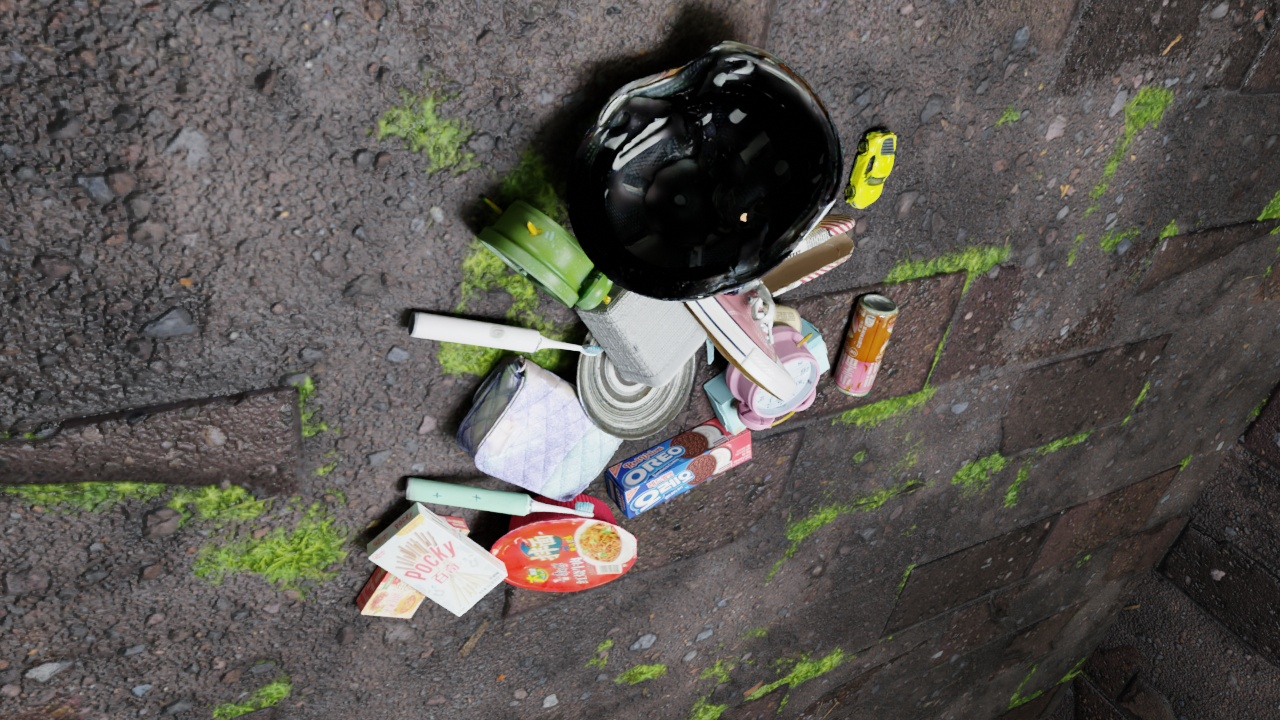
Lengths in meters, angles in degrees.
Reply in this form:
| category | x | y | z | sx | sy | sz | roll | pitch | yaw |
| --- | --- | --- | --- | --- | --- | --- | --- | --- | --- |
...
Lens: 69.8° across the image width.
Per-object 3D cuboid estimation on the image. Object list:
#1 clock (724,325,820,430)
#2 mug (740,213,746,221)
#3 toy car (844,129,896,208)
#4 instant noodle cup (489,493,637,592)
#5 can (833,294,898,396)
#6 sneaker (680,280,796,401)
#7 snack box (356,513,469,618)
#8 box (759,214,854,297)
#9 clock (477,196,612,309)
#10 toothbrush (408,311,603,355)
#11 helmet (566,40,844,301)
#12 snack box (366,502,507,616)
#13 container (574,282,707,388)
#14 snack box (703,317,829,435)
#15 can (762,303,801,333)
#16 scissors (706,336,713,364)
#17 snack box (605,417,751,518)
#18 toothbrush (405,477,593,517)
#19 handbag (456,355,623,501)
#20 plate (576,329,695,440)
| category | x | y | z | sx | sy | sz | roll | pitch | yaw |
| --- | --- | --- | --- | --- | --- | --- | --- | --- | --- |
| clock | 0.174 | 0.031 | 1.185 | 0.117 | 0.059 | 0.159 | -24 | 140 | -13 |
| mug | 0.141 | -0.176 | 1.064 | 0.122 | 0.078 | 0.078 | -26 | 135 | -22 |
| toy car | 0.292 | -0.237 | 1.152 | 0.048 | 0.032 | 0.105 | -12 | 132 | -29 |
| instant noodle cup | -0.100 | 0.231 | 1.194 | 0.194 | 0.065 | 0.194 | -3 | 140 | -3 |
| can | 0.326 | -0.022 | 1.334 | 0.057 | 0.058 | 0.148 | -12 | 130 | -28 |
| sneaker | 0.111 | -0.059 | 1.060 | 0.088 | 0.118 | 0.241 | -41 | 97 | -1 |
| snack box | -0.284 | 0.257 | 1.146 | 0.075 | 0.025 | 0.153 | 22 | 109 | -44 |
| box | 0.191 | -0.144 | 1.132 | 0.163 | 0.075 | 0.083 | -25 | 148 | -14 |
| clock | -0.091 | -0.101 | 0.929 | 0.056 | 0.116 | 0.161 | -53 | 135 | -3 |
| toothbrush | -0.141 | -0.024 | 0.994 | 0.220 | 0.026 | 0.026 | 8 | 85 | -30 |
| helmet | 0.060 | -0.175 | 0.930 | 0.274 | 0.230 | 0.157 | -38 | 178 | -1 |
| snack box | -0.244 | 0.243 | 1.111 | 0.085 | 0.027 | 0.157 | -41 | 124 | 6 |
| container | -0.003 | -0.044 | 1.032 | 0.090 | 0.090 | 0.114 | -49 | 120 | -18 |
| snack box | 0.175 | 0.022 | 1.265 | 0.174 | 0.051 | 0.074 | -35 | 136 | -7 |
| can | 0.148 | -0.046 | 1.185 | 0.116 | 0.058 | 0.059 | 0 | 124 | -36 |
| scissors | 0.076 | -0.062 | 1.112 | 0.130 | 0.017 | 0.133 | -1 | 91 | -17 |
| snack box | 0.055 | 0.144 | 1.276 | 0.207 | 0.057 | 0.058 | -23 | 132 | -18 |
| toothbrush | -0.165 | 0.167 | 1.087 | 0.224 | 0.027 | 0.026 | 10 | 166 | -9 |
| handbag | -0.118 | 0.083 | 1.089 | 0.134 | 0.075 | 0.193 | -52 | 138 | 4 |
| plate | -0.007 | 0.006 | 1.111 | 0.179 | 0.024 | 0.179 | -9 | 106 | -35 |
